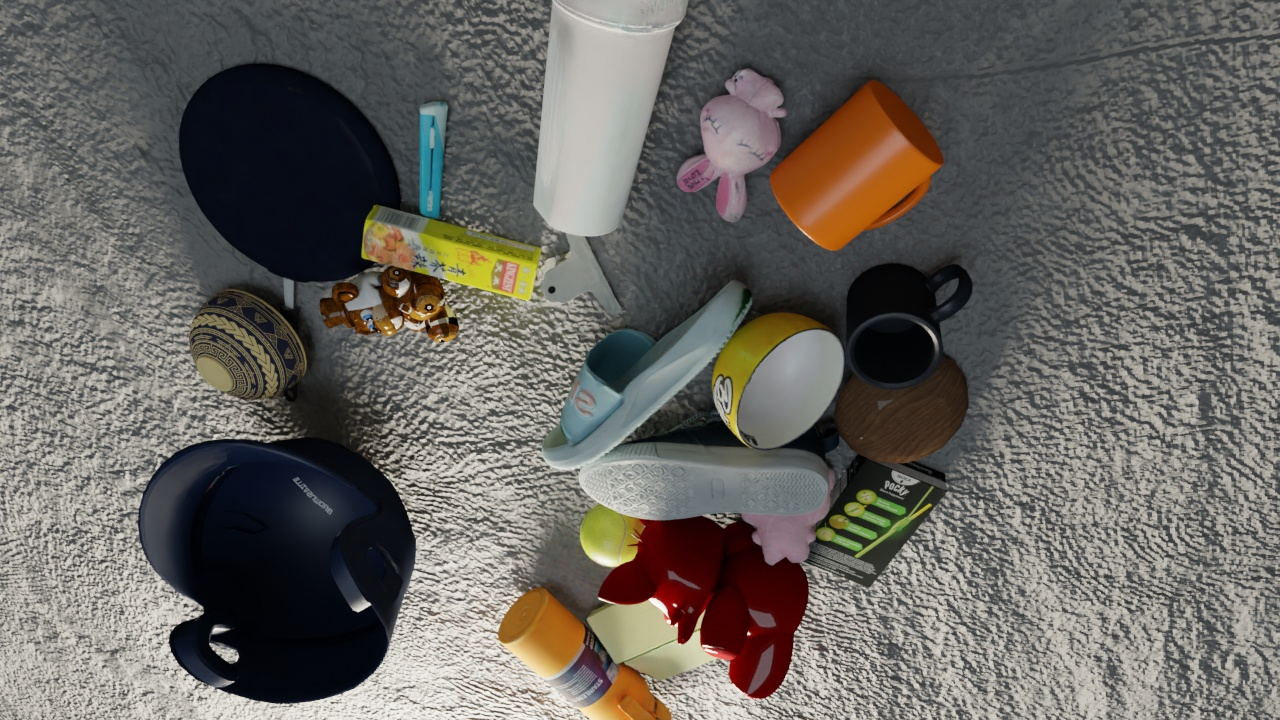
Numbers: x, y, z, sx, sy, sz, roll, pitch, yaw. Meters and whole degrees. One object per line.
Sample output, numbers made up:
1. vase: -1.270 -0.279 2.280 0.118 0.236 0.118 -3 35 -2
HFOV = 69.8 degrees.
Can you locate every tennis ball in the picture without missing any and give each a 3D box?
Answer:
1. tennis ball: -0.029 0.176 0.930 0.065 0.065 0.065 6 125 9

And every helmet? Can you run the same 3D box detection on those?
1. helmet: -0.351 0.174 0.907 0.232 0.222 0.272 -31 124 14

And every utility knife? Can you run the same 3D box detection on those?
1. utility knife: -0.172 -0.157 0.763 0.022 0.015 0.124 -1 129 -14

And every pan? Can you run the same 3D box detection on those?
1. pan: -0.323 -0.093 0.840 0.199 0.021 0.357 17 127 1

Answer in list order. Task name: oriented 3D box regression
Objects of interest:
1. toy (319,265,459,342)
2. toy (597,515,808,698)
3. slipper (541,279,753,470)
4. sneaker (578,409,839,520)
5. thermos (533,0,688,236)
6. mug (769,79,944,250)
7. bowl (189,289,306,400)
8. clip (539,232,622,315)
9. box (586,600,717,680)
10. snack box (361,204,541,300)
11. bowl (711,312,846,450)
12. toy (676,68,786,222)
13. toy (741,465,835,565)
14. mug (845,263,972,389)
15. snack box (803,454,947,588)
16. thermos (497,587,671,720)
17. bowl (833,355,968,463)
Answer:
1. toy: -0.226 -0.049 0.817 0.112 0.067 0.087 -13 151 -1
2. toy: 0.064 0.212 0.879 0.197 0.158 0.121 26 132 -5
3. slipper: -0.005 0.005 0.786 0.074 0.103 0.246 46 123 -5
4. sneaker: 0.061 0.088 0.836 0.236 0.087 0.089 -1 132 13
5. thermos: -0.030 -0.198 0.653 0.099 0.099 0.221 17 130 1
6. mug: 0.167 -0.134 0.670 0.112 0.077 0.096 20 132 -37
7. bowl: -0.385 -0.004 0.876 0.112 0.061 0.113 15 132 17
8. clip: -0.061 -0.075 0.793 0.054 0.040 0.102 -24 117 5
9. box: 0.047 0.295 1.013 0.188 0.047 0.141 -31 115 29
10. snack box: -0.161 -0.092 0.785 0.148 0.028 0.040 14 126 -6
11. bowl: 0.106 0.009 0.769 0.117 0.067 0.117 -21 131 -26
12. toy: 0.068 -0.159 0.686 0.063 0.047 0.110 27 130 4
13. toy: 0.134 0.144 0.857 0.099 0.095 0.053 -7 153 17
14. mug: 0.211 -0.036 0.718 0.071 0.077 0.105 43 123 -17
15. snack box: 0.218 0.151 0.880 0.080 0.025 0.148 22 126 -3
16. thermos: -0.058 0.366 1.055 0.076 0.091 0.232 -39 110 9
17. bowl: 0.227 0.047 0.785 0.118 0.030 0.118 -2 123 -3
